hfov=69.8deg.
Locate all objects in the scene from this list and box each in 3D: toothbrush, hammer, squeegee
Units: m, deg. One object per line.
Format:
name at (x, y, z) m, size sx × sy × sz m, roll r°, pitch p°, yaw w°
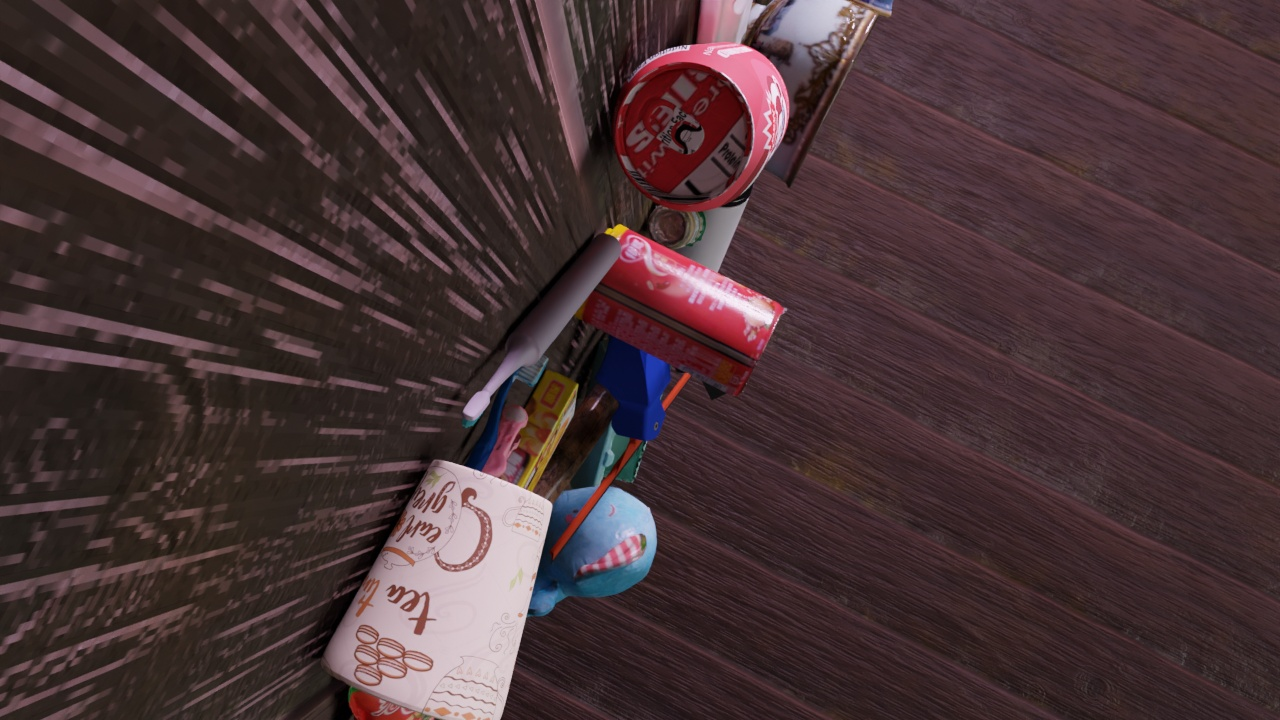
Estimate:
toothbrush at (-0.084, 0.048, 0.475) m, size 0.021 × 0.016 × 0.132 m, roll 103°, pitch 14°, yaw -69°
hammer at (-0.050, 0.073, 0.733) m, size 0.329 × 0.033 × 0.120 m, roll -55°, pitch 133°, yaw -32°
toothbrush at (-0.048, -0.021, 0.474) m, size 0.187 × 0.018 × 0.019 m, roll -59°, pitch 173°, yaw -55°
squeegee at (-0.004, 0.004, 0.682) m, size 0.248 × 0.055 × 0.185 m, roll -50°, pitch 142°, yaw -47°

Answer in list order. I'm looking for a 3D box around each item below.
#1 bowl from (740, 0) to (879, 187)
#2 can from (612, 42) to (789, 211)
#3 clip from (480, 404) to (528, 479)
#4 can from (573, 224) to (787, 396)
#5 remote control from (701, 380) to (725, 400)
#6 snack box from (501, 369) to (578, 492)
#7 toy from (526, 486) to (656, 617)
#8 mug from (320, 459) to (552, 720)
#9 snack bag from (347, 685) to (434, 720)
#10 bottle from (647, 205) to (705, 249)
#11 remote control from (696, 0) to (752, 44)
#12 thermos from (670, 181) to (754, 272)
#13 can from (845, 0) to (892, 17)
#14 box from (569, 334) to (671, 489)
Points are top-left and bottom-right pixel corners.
bowl at (0.114, -0.229, 0.726) m, size 0.159 × 0.094 × 0.160 m, roll -63°, pitch 177°, yaw -6°
can at (0.034, -0.122, 0.468) m, size 0.075 × 0.074 × 0.142 m, roll -65°, pitch 177°, yaw 23°
clip at (-0.082, 0.052, 0.523) m, size 0.044 × 0.023 × 0.060 m, roll 109°, pitch 3°, yaw -58°
can at (0.024, -0.032, 0.589) m, size 0.066 × 0.124 × 0.067 m, roll -63°, pitch 177°, yaw -7°
remote control at (0.033, -0.031, 0.713) m, size 0.058 × 0.013 × 0.133 m, roll 61°, pitch 6°, yaw -41°
snack box at (-0.088, 0.085, 0.624) m, size 0.152 × 0.025 × 0.075 m, roll -62°, pitch 177°, yaw -20°
toy at (-0.075, 0.166, 0.811) m, size 0.180 × 0.115 × 0.183 m, roll -22°, pitch -171°, yaw -8°
mug at (-0.082, 0.106, 0.428) m, size 0.122 × 0.081 × 0.097 m, roll 76°, pitch 33°, yaw -73°
snack bag at (-0.132, 0.160, 0.500) m, size 0.087 × 0.044 × 0.155 m, roll -49°, pitch 162°, yaw -43°
bottle at (0.031, -0.116, 0.791) m, size 0.043 × 0.042 × 0.109 m, roll -64°, pitch 175°, yaw 13°
remote control at (0.052, -0.208, 0.532) m, size 0.050 × 0.022 × 0.133 m, roll -63°, pitch 177°, yaw -4°
thermos at (0.059, -0.137, 0.918) m, size 0.230 × 0.068 × 0.101 m, roll 111°, pitch -7°, yaw -53°
can at (0.130, -0.272, 0.598) m, size 0.053 × 0.100 × 0.059 m, roll -60°, pitch 173°, yaw -62°
box at (-0.026, 0.072, 0.889) m, size 0.091 × 0.077 × 0.189 m, roll -82°, pitch -173°, yaw -50°
